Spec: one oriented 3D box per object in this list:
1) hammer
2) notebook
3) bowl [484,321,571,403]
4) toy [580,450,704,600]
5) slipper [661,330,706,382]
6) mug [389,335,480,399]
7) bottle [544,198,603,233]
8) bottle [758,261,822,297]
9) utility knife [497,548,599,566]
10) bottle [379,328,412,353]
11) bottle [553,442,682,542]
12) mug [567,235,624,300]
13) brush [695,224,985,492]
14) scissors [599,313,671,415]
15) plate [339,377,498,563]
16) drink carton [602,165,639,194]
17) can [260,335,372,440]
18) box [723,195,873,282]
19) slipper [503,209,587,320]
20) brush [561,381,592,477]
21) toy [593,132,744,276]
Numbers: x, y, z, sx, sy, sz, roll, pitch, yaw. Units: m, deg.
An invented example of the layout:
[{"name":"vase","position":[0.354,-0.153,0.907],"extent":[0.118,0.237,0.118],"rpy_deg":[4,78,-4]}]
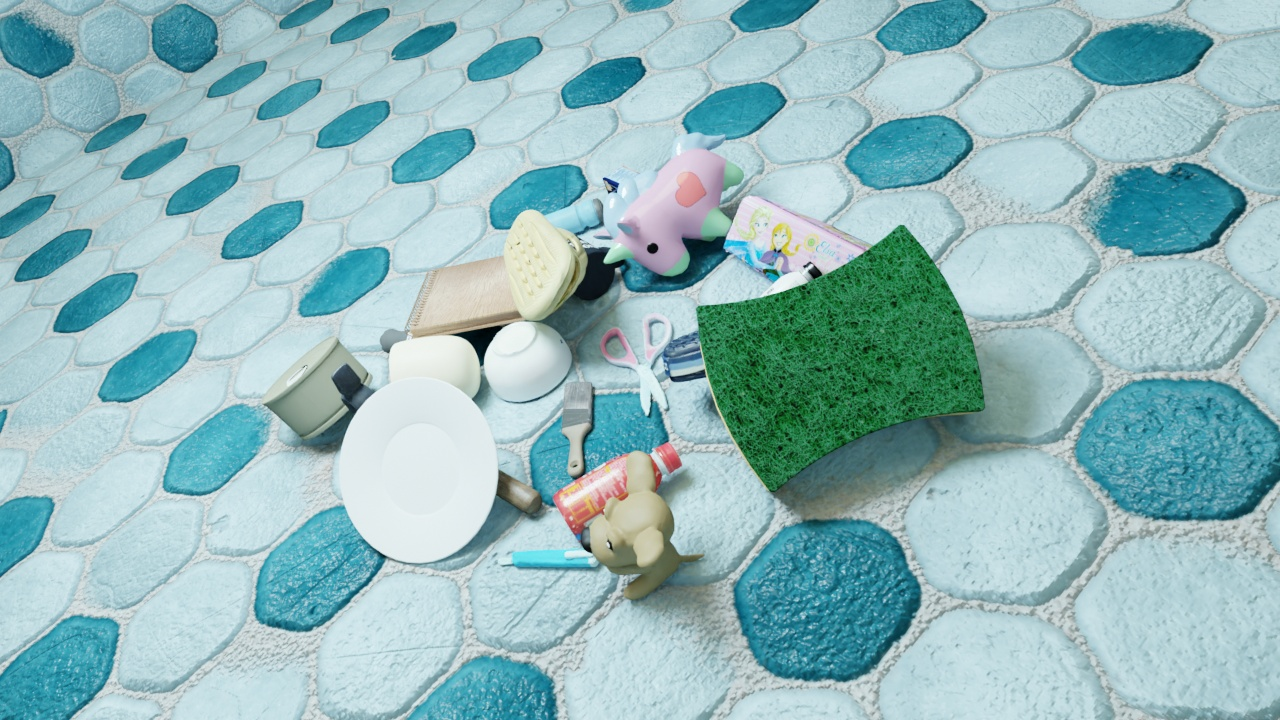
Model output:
[{"name":"hammer","position":[-0.242,0.101,1.089],"extent":[0.322,0.129,0.040],"rpy_deg":[25,61,29]},{"name":"notebook","position":[-0.232,-0.094,1.282],"extent":[0.169,0.022,0.210],"rpy_deg":[-10,28,2]},{"name":"bowl","position":[-0.151,-0.007,1.177],"extent":[0.113,0.063,0.113],"rpy_deg":[-14,42,12]},{"name":"toy","position":[0.000,0.174,0.885],"extent":[0.106,0.108,0.134],"rpy_deg":[-16,42,7]},{"name":"slipper","position":[0.152,-0.010,1.022],"extent":[0.253,0.095,0.105],"rpy_deg":[-13,9,4]},{"name":"mug","position":[-0.256,0.015,1.187],"extent":[0.100,0.096,0.120],"rpy_deg":[-9,1,4]},{"name":"bottle","position":[-0.107,-0.210,1.384],"extent":[0.130,0.040,0.040],"rpy_deg":[-19,42,6]},{"name":"bottle","position":[0.165,-0.070,1.084],"extent":[0.116,0.041,0.041],"rpy_deg":[-43,40,12]},{"name":"utility knife","position":[-0.098,0.207,0.968],"extent":[0.124,0.015,0.022],"rpy_deg":[-6,41,23]},{"name":"bottle","position":[-0.316,-0.026,1.291],"extent":[0.110,0.036,0.036],"rpy_deg":[2,48,27]},{"name":"bottle","position":[-0.021,0.134,0.973],"extent":[0.137,0.062,0.062],"rpy_deg":[-29,42,-8]},{"name":"mug","position":[-0.072,-0.135,1.275],"extent":[0.104,0.071,0.077],"rpy_deg":[-21,37,-30]},{"name":"brush","position":[0.193,0.001,0.918],"extent":[0.250,0.075,0.195],"rpy_deg":[-22,83,2]},{"name":"scissors","position":[0.017,0.001,1.129],"extent":[0.105,0.016,0.179],"rpy_deg":[-27,41,-4]},{"name":"plate","position":[-0.251,0.123,1.041],"extent":[0.209,0.015,0.208],"rpy_deg":[-2,85,20]},{"name":"drink carton","position":[0.004,-0.235,1.339],"extent":[0.040,0.064,0.130],"rpy_deg":[-39,44,-17]},{"name":"can","position":[-0.428,0.037,1.218],"extent":[0.128,0.073,0.127],"rpy_deg":[-33,23,16]},{"name":"box","position":[0.221,-0.129,1.157],"extent":[0.230,0.105,0.086],"rpy_deg":[39,114,45]},{"name":"slipper","position":[-0.119,-0.120,1.194],"extent":[0.111,0.079,0.261],"rpy_deg":[-59,29,14]},{"name":"brush","position":[-0.076,0.079,1.091],"extent":[0.039,0.012,0.151],"rpy_deg":[-13,43,12]},{"name":"toy","position":[0.040,-0.216,1.225],"extent":[0.120,0.171,0.222],"rpy_deg":[176,109,-71]}]
